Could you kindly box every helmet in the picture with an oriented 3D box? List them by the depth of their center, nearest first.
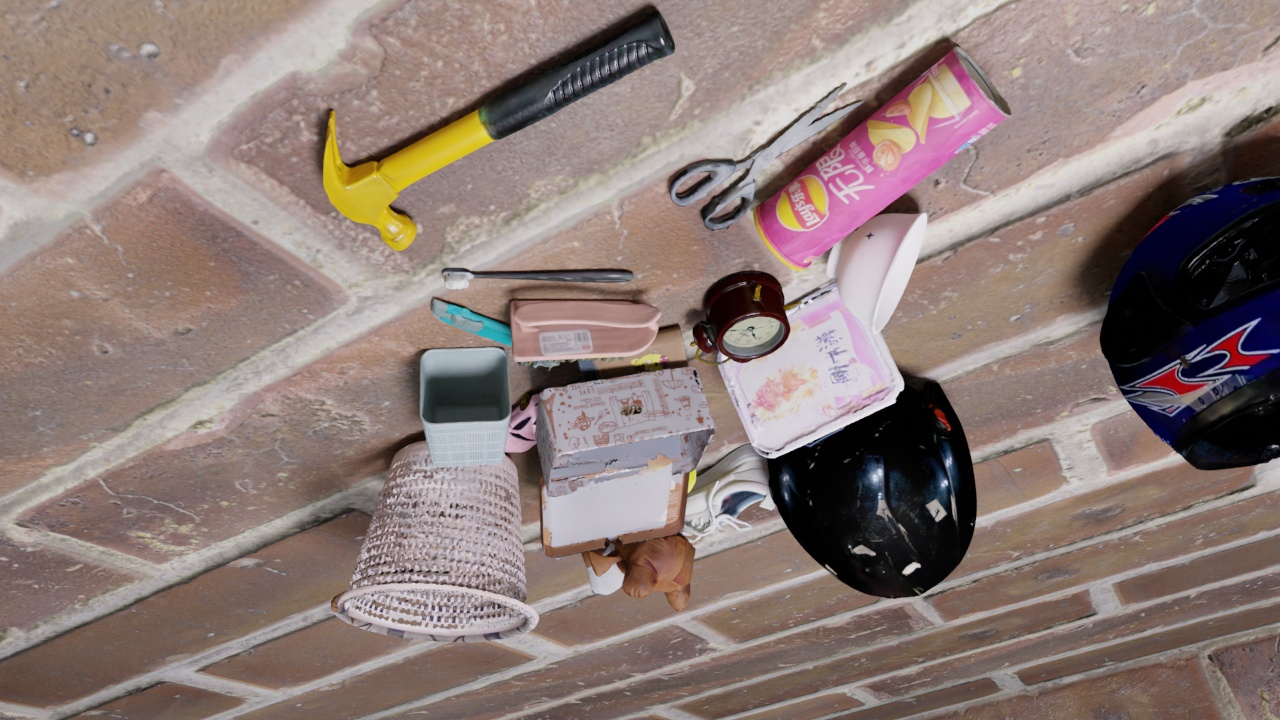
[{"bbox_3d":[0.575,-0.051,0.842,0.247,0.240,0.316,-5,155,-3],"label":"helmet"},{"bbox_3d":[0.272,0.142,1.087,0.234,0.229,0.274,-30,120,25],"label":"helmet"}]

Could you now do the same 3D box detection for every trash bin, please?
[{"bbox_3d":[-0.225,0.206,1.064,0.227,0.191,0.228,1,149,0],"label":"trash bin"}]

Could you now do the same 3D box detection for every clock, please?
[{"bbox_3d":[0.101,-0.036,0.928,0.082,0.055,0.122,16,135,-32],"label":"clock"}]

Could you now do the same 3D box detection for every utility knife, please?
[{"bbox_3d":[-0.145,-0.029,0.921,0.151,0.013,0.029,20,138,-34],"label":"utility knife"}]

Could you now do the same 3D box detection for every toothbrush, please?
[{"bbox_3d":[-0.094,-0.077,0.864,0.181,0.018,0.016,-2,141,-12],"label":"toothbrush"}]

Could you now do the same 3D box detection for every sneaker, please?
[{"bbox_3d":[0.089,0.204,1.234,0.089,0.090,0.243,26,133,-38],"label":"sneaker"}]

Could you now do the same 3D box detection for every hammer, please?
[{"bbox_3d":[-0.114,-0.181,0.698,0.301,0.032,0.129,-22,144,18],"label":"hammer"}]

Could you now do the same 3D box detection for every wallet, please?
[{"bbox_3d":[-0.006,0.006,0.988,0.115,0.033,0.090,-14,144,1],"label":"wallet"}]

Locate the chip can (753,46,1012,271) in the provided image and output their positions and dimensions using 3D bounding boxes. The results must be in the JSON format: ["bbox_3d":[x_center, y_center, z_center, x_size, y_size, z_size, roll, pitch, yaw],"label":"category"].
[{"bbox_3d":[0.193,-0.161,0.758,0.071,0.071,0.211,23,134,-37],"label":"chip can"}]

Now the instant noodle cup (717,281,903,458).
[{"bbox_3d":[0.181,0.011,0.963,0.174,0.138,0.060,-29,163,26],"label":"instant noodle cup"}]

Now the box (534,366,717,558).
[{"bbox_3d":[-0.027,0.123,1.035,0.178,0.105,0.261,-8,152,-13],"label":"box"}]

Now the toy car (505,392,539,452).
[{"bbox_3d":[-0.129,0.076,1.055,0.056,0.037,0.123,21,136,-33],"label":"toy car"}]

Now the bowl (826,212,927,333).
[{"bbox_3d":[0.213,-0.091,0.856,0.065,0.118,0.118,25,152,22],"label":"bowl"}]

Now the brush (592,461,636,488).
[{"bbox_3d":[-0.031,0.156,1.155,0.055,0.073,0.144,-11,145,-8],"label":"brush"}]

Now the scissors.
[{"bbox_3d":[0.100,-0.172,0.774,0.156,0.014,0.169,-1,144,-13],"label":"scissors"}]

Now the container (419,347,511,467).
[{"bbox_3d":[-0.183,0.054,0.968,0.090,0.090,0.112,-2,147,-10],"label":"container"}]

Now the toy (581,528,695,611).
[{"bbox_3d":[-0.018,0.259,1.211,0.140,0.200,0.130,33,85,-43],"label":"toy"}]

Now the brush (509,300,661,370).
[{"bbox_3d":[-0.053,-0.031,0.895,0.145,0.063,0.073,-2,155,-11],"label":"brush"}]

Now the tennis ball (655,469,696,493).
[{"bbox_3d":[0.037,0.143,1.159,0.065,0.065,0.066,-6,145,-4],"label":"tennis ball"}]

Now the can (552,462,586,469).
[{"bbox_3d":[-0.090,0.161,1.150,0.049,0.074,0.148,-2,146,-3],"label":"can"}]
